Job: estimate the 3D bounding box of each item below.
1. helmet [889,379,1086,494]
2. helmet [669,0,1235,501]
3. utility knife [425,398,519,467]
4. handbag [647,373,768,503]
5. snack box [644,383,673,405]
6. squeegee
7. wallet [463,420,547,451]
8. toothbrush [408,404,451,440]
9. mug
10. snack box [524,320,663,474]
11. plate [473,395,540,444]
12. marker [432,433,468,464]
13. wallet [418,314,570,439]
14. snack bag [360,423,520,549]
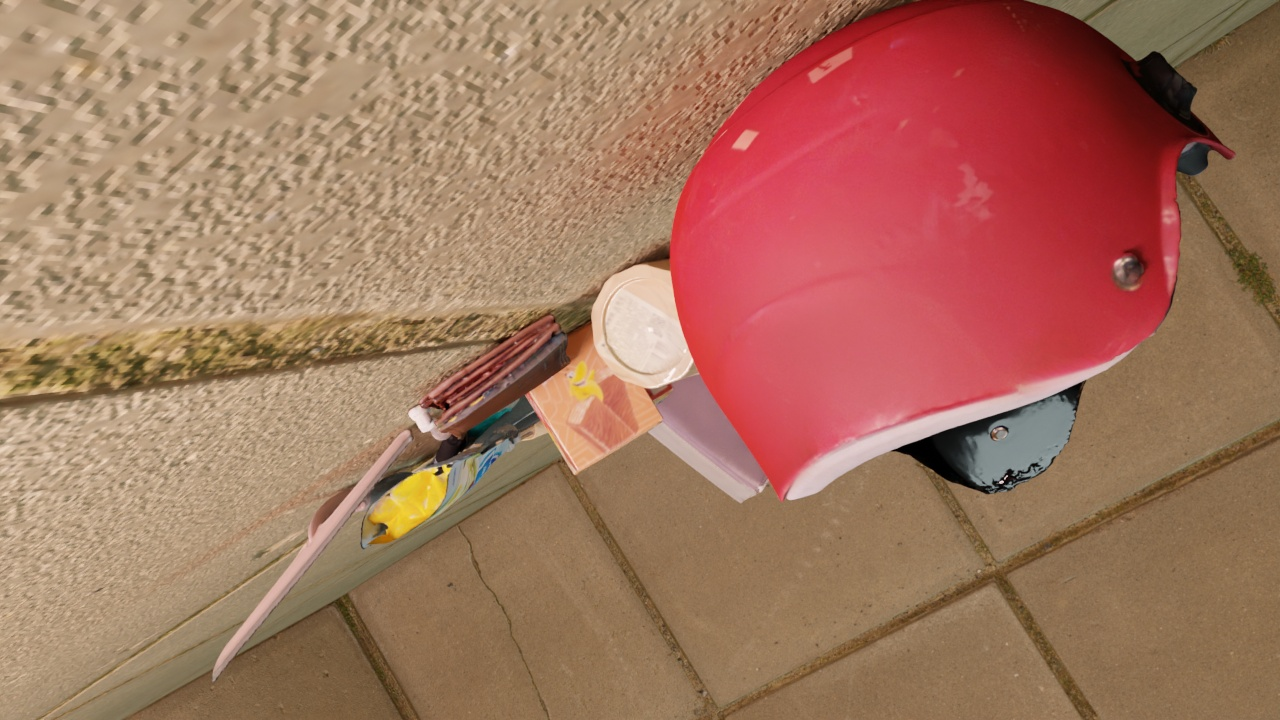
[{"bbox_3d":[0.195,-0.047,0.669,0.275,0.230,0.232,-28,-157,27],"label":"helmet"},{"bbox_3d":[0.108,-0.070,0.385,0.239,0.144,0.208,-46,-174,-39],"label":"helmet"},{"bbox_3d":[-0.163,0.073,0.856,0.029,0.013,0.217,5,156,-29],"label":"utility knife"},{"bbox_3d":[0.095,0.062,1.157,0.144,0.197,0.099,-51,180,-21],"label":"handbag"},{"bbox_3d":[-0.005,0.005,0.813,0.027,0.077,0.156,-32,176,-4],"label":"snack box"},{"bbox_3d":[-0.241,0.126,0.788,0.248,0.040,0.249,-50,179,8],"label":"squeegee"},{"bbox_3d":[-0.130,0.078,1.028,0.087,0.024,0.114,-20,-176,42],"label":"wallet"},{"bbox_3d":[-0.154,0.051,0.693,0.016,0.016,0.180,-29,175,-10],"label":"toothbrush"},{"bbox_3d":[0.034,-0.045,0.610,0.125,0.084,0.103,-60,163,21],"label":"mug"},{"bbox_3d":[-0.043,0.032,0.732,0.077,0.094,0.093,-31,176,-10],"label":"snack box"},{"bbox_3d":[-0.103,0.044,0.923,0.179,0.024,0.179,-32,176,-3],"label":"plate"},{"bbox_3d":[-0.184,0.095,0.865,0.022,0.020,0.132,-6,158,-24],"label":"marker"},{"bbox_3d":[-0.092,0.013,0.619,0.101,0.032,0.124,-34,177,-7],"label":"wallet"},{"bbox_3d":[-0.162,0.101,0.772,0.110,0.039,0.191,-47,177,8],"label":"snack bag"}]
